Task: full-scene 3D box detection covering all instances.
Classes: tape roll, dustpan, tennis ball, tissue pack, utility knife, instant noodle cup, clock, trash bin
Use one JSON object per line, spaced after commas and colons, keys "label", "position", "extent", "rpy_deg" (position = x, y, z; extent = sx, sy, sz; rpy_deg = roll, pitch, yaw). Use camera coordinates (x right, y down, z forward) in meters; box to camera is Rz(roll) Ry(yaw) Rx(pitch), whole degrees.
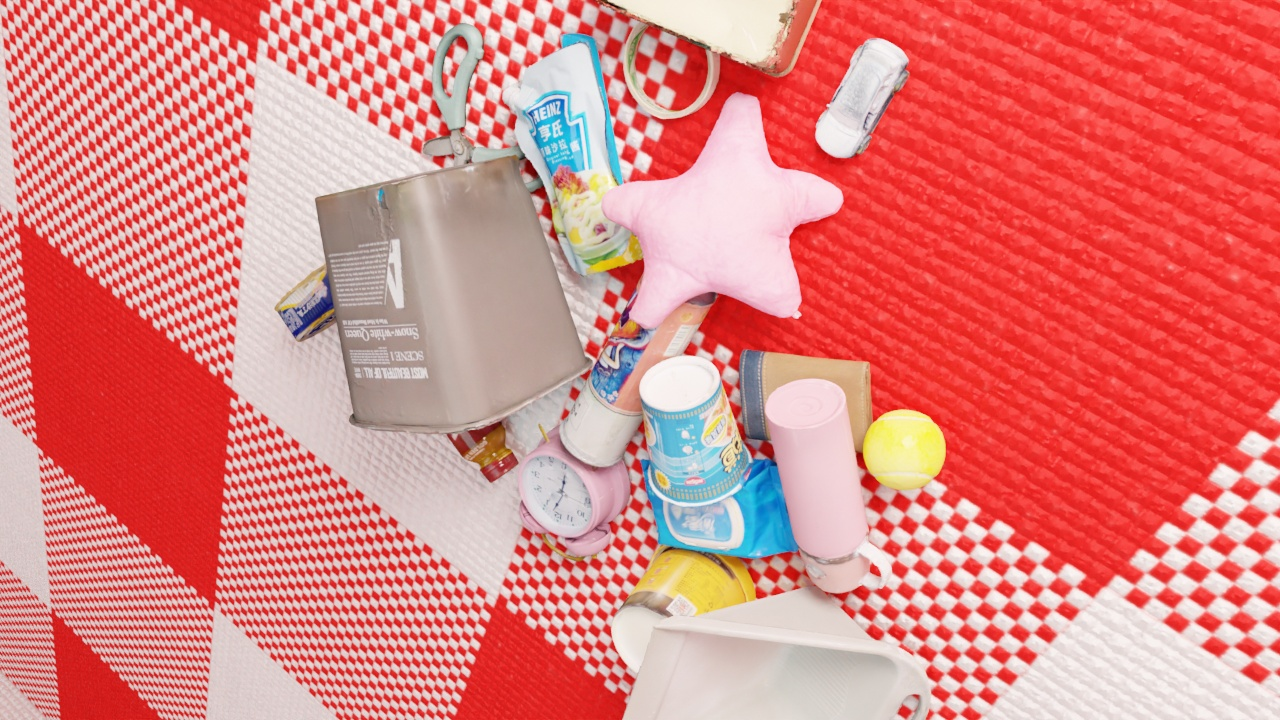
{"label": "tape roll", "position": [0.025, -0.245, 0.760], "extent": [0.086, 0.013, 0.086], "rpy_deg": [14, 119, 28]}
{"label": "dustpan", "position": [0.130, 0.324, 0.844], "extent": [0.142, 0.257, 0.223], "rpy_deg": [45, 132, 39]}
{"label": "tennis ball", "position": [0.215, 0.073, 0.749], "extent": [0.065, 0.065, 0.065], "rpy_deg": [14, 118, 28]}
{"label": "tissue pack", "position": [0.072, 0.139, 0.882], "extent": [0.157, 0.052, 0.095], "rpy_deg": [0, 111, 33]}
{"label": "utility knife", "position": [-0.037, -0.201, 0.820], "extent": [0.034, 0.018, 0.179], "rpy_deg": [3, 115, 37]}
{"label": "instant noodle cup", "position": [0.039, 0.252, 0.918], "extent": [0.119, 0.114, 0.119], "rpy_deg": [14, 117, 28]}
{"label": "instant noodle cup", "position": [0.044, 0.058, 0.817], "extent": [0.099, 0.099, 0.110], "rpy_deg": [10, 134, 30]}
{"label": "clock", "position": [-0.076, 0.146, 0.980], "extent": [0.117, 0.059, 0.159], "rpy_deg": [23, 124, 24]}
{"label": "trash bin", "position": [-0.184, -0.066, 0.865], "extent": [0.199, 0.198, 0.220], "rpy_deg": [0, 110, 36]}

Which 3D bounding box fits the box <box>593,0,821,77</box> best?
{"label": "box", "position": [0.042, -0.279, 0.682], "extent": [0.168, 0.077, 0.091], "rpy_deg": [29, 111, 20]}

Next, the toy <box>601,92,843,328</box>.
{"label": "toy", "position": [0.064, -0.098, 0.743], "extent": [0.195, 0.074, 0.178], "rpy_deg": [-38, 86, 7]}

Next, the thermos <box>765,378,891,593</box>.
{"label": "thermos", "position": [0.162, 0.115, 0.776], "extent": [0.087, 0.067, 0.199], "rpy_deg": [17, 135, 44]}

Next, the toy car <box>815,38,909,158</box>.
{"label": "toy car", "position": [0.162, -0.192, 0.682], "extent": [0.043, 0.034, 0.091], "rpy_deg": [35, 128, 11]}

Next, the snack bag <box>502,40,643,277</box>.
{"label": "snack bag", "position": [-0.057, -0.172, 0.815], "extent": [0.110, 0.038, 0.191], "rpy_deg": [-6, 110, 49]}

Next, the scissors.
{"label": "scissors", "position": [-0.154, -0.238, 0.880], "extent": [0.170, 0.019, 0.179], "rpy_deg": [7, 116, 32]}

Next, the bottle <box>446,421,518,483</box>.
{"label": "bottle", "position": [-0.200, 0.054, 1.021], "extent": [0.058, 0.057, 0.175], "rpy_deg": [-35, 89, 39]}

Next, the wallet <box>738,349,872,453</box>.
{"label": "wallet", "position": [0.144, 0.035, 0.801], "extent": [0.115, 0.033, 0.090], "rpy_deg": [6, 117, 30]}

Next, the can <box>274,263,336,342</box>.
{"label": "can", "position": [-0.364, -0.073, 1.061], "extent": [0.149, 0.074, 0.049], "rpy_deg": [-28, 97, 39]}

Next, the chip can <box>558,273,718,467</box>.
{"label": "chip can", "position": [-0.005, 0.005, 0.860], "extent": [0.071, 0.071, 0.215], "rpy_deg": [39, 127, 12]}
